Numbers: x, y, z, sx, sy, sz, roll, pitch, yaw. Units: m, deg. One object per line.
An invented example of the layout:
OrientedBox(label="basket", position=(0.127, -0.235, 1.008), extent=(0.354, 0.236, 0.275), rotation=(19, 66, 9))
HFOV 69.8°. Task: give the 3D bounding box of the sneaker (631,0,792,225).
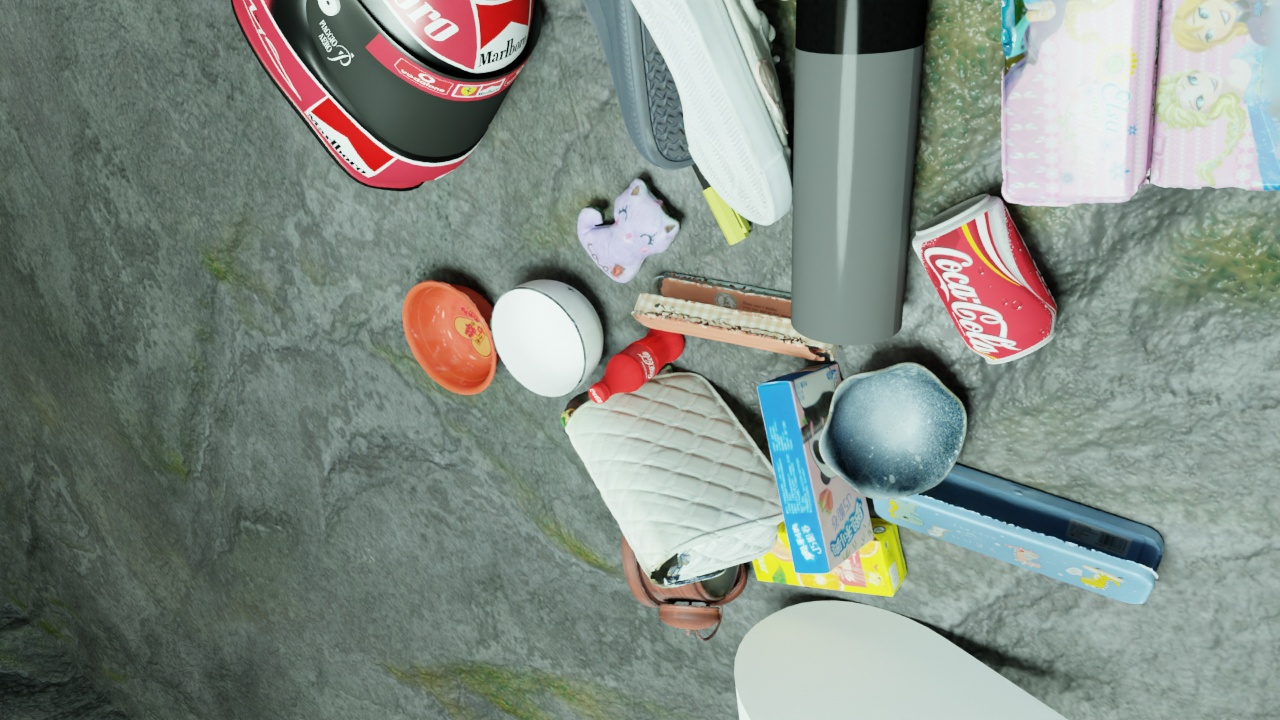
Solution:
OrientedBox(label="sneaker", position=(0.072, -0.201, 0.638), extent=(0.089, 0.090, 0.242), rotation=(32, 161, 43))

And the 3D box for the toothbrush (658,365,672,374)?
OrientedBox(label="toothbrush", position=(-0.012, 0.064, 0.915), extent=(0.017, 0.016, 0.190), rotation=(49, 134, 18))

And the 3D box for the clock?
OrientedBox(label="clock", position=(0.047, 0.190, 0.874), extent=(0.072, 0.120, 0.158), rotation=(-7, 102, 31))

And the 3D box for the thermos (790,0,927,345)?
OrientedBox(label="thermos", position=(0.147, -0.136, 0.636), extent=(0.082, 0.082, 0.241), rotation=(14, 122, 31))

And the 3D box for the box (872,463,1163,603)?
OrientedBox(label="box", position=(0.281, 0.136, 0.708), extent=(0.210, 0.058, 0.068), rotation=(19, 127, 29))

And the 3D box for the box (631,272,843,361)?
OrientedBox(label="box", position=(0.087, -0.039, 0.775), extent=(0.188, 0.063, 0.056), rotation=(14, 158, 28))

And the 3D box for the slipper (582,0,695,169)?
OrientedBox(label="slipper", position=(0.008, -0.275, 0.662), extent=(0.083, 0.110, 0.268), rotation=(32, 138, 45))

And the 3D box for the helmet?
OrientedBox(label="helmet", position=(-0.189, -0.290, 0.727), extent=(0.225, 0.197, 0.271), rotation=(-16, 112, 42))

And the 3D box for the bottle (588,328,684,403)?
OrientedBox(label="bottle", position=(-0.005, 0.005, 0.804), extent=(0.036, 0.118, 0.036), rotation=(18, 125, 28))

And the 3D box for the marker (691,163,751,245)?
OrientedBox(label="marker", position=(0.054, -0.153, 0.741), extent=(0.021, 0.017, 0.124), rotation=(-22, 99, 42))

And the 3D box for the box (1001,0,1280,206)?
OrientedBox(label="box", position=(0.292, -0.202, 0.524), extent=(0.159, 0.035, 0.231), rotation=(8, 120, 34))

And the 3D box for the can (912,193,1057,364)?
OrientedBox(label="can", position=(0.237, -0.055, 0.627), extent=(0.064, 0.064, 0.105), rotation=(-24, 99, 42))

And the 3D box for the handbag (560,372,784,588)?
OrientedBox(label="handbag", position=(0.028, 0.098, 0.786), extent=(0.194, 0.138, 0.073), rotation=(-124, 33, -42))

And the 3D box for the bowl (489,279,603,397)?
OrientedBox(label="bowl", position=(-0.081, -0.027, 0.882), extent=(0.113, 0.063, 0.114), rotation=(18, 123, 29))

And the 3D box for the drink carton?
OrientedBox(label="drink carton", position=(0.165, 0.172, 0.824), extent=(0.135, 0.042, 0.058), rotation=(-3, 112, 37))

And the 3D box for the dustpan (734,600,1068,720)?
OrientedBox(label="dustpan", position=(0.192, 0.298, 0.762), extent=(0.258, 0.191, 0.053), rotation=(28, 133, 53))

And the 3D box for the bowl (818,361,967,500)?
OrientedBox(label="bowl", position=(0.192, 0.049, 0.714), extent=(0.110, 0.055, 0.110), rotation=(0, 105, 1))

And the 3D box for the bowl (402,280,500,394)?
OrientedBox(label="bowl", position=(-0.190, -0.031, 0.973), extent=(0.131, 0.045, 0.131), rotation=(18, 124, 28))

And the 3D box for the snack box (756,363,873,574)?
OrientedBox(label="snack box", position=(0.142, 0.085, 0.737), extent=(0.033, 0.087, 0.154), rotation=(-10, 93, 38))

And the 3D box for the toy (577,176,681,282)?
OrientedBox(label="toy", position=(-0.015, -0.115, 0.801), extent=(0.080, 0.036, 0.100), rotation=(49, 135, 2))
